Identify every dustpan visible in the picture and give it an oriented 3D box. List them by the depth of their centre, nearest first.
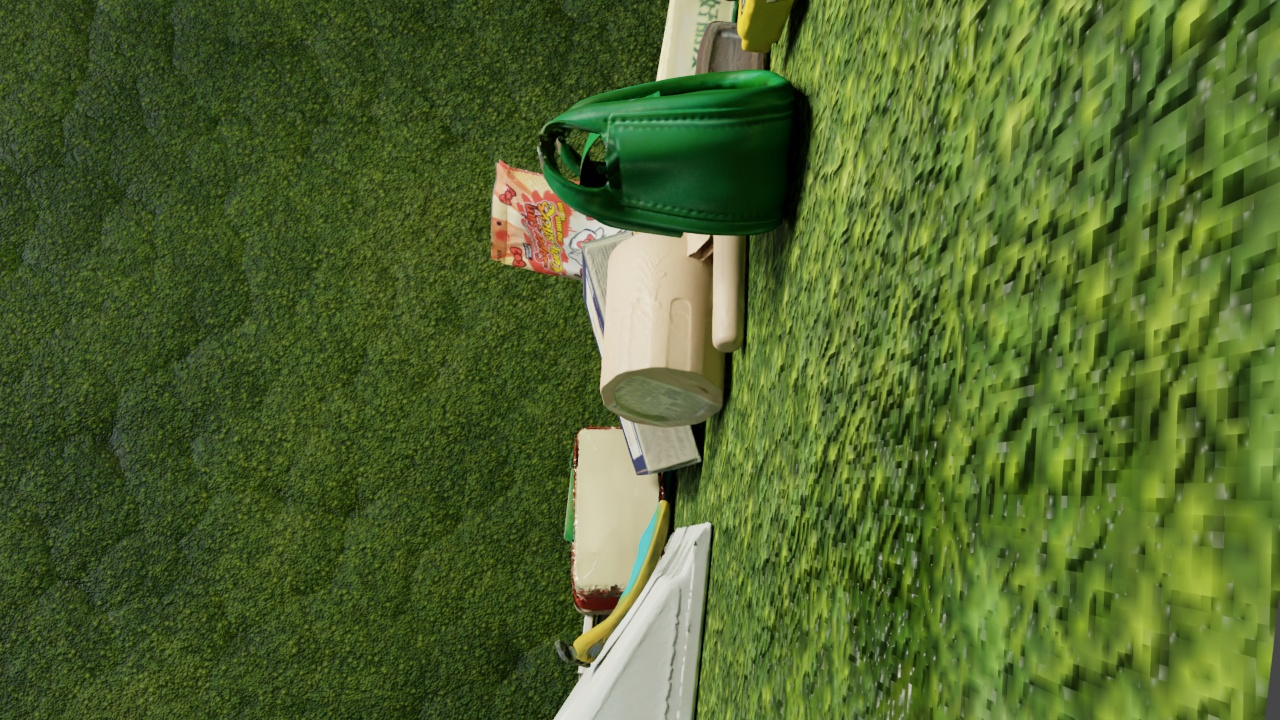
[{"bbox_3d":[0.020,0.263,0.642,0.257,0.142,0.223,-54,-4,-11],"label":"dustpan"}]

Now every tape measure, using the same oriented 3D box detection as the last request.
[{"bbox_3d":[0.068,-0.192,0.468,0.060,0.029,0.057,106,170,-79],"label":"tape measure"}]

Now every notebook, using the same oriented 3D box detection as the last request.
[{"bbox_3d":[-0.052,0.279,0.936,0.207,0.010,0.145,96,179,-55],"label":"notebook"}]

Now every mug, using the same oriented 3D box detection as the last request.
[{"bbox_3d":[0.027,-0.028,0.585,0.125,0.084,0.103,-39,39,48],"label":"mug"}]

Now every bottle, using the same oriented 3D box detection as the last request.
[{"bbox_3d":[0.051,-0.155,0.645,0.195,0.044,0.079,101,176,-77],"label":"bottle"}]

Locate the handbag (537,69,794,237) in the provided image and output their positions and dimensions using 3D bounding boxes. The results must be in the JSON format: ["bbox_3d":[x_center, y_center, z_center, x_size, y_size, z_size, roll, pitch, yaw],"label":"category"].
[{"bbox_3d":[0.014,-0.106,0.453,0.131,0.120,0.068,-93,4,-68],"label":"handbag"}]

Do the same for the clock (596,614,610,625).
[{"bbox_3d":[-0.016,0.279,0.905,0.158,0.060,0.117,-90,5,-60],"label":"clock"}]

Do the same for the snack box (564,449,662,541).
[{"bbox_3d":[-0.029,0.157,1.011,0.118,0.105,0.117,-92,8,-84],"label":"snack box"}]

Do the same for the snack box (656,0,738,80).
[{"bbox_3d":[0.043,-0.250,0.901,0.240,0.063,0.114,109,168,-82],"label":"snack box"}]

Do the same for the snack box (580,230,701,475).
[{"bbox_3d":[-0.004,0.004,0.758,0.182,0.046,0.178,110,143,-83],"label":"snack box"}]

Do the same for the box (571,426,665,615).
[{"bbox_3d":[-0.023,0.143,0.854,0.081,0.091,0.168,90,179,-55],"label":"box"}]

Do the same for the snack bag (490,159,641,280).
[{"bbox_3d":[-0.043,-0.121,0.895,0.129,0.208,0.073,100,-179,-50],"label":"snack bag"}]

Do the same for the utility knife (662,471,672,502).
[{"bbox_3d":[0.020,0.156,0.927,0.029,0.013,0.151,-110,26,-72],"label":"utility knife"}]

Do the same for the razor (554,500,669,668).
[{"bbox_3d":[-0.012,0.161,0.662,0.132,0.028,0.043,-58,-36,-8],"label":"razor"}]

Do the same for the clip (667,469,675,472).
[{"bbox_3d":[0.030,0.080,0.883,0.047,0.014,0.056,96,178,-45],"label":"clip"}]
